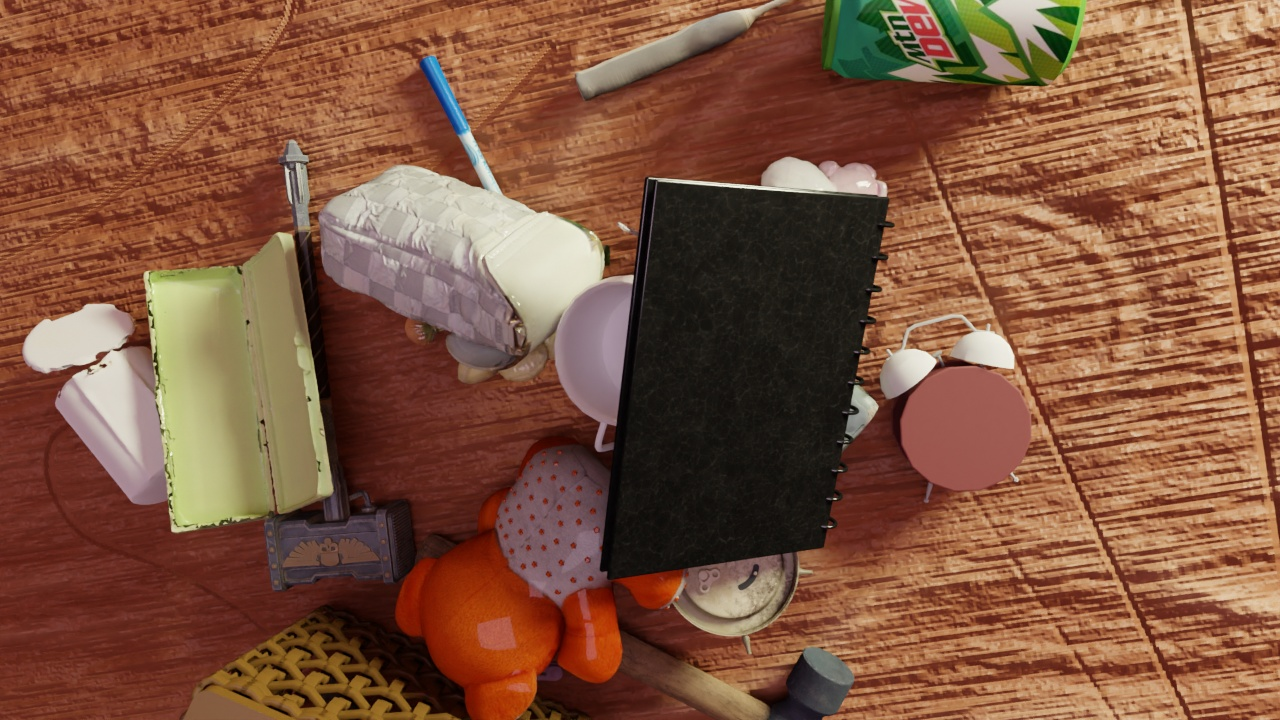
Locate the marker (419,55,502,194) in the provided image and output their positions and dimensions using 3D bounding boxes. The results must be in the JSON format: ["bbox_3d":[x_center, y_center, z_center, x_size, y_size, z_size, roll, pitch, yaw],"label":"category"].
[{"bbox_3d":[-0.119,-0.148,0.650,0.013,0.013,0.142,-26,93,9],"label":"marker"}]

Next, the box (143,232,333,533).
[{"bbox_3d":[-0.274,0.017,0.637,0.133,0.061,0.188,-16,79,12],"label":"box"}]

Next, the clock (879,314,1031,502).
[{"bbox_3d":[0.211,0.032,0.616,0.087,0.044,0.124,-15,95,8],"label":"clock"}]

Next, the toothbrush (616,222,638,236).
[{"bbox_3d":[0.013,-0.066,0.560,0.010,0.181,0.010,42,101,13],"label":"toothbrush"}]

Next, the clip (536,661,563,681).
[{"bbox_3d":[-0.087,0.228,0.688,0.050,0.045,0.014,5,100,-37],"label":"clip"}]

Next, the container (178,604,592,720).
[{"bbox_3d":[-0.165,0.321,0.576,0.251,0.214,0.219,24,85,0],"label":"container"}]

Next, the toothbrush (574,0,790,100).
[{"bbox_3d":[0.044,-0.220,0.618,0.186,0.024,0.022,-22,133,8],"label":"toothbrush"}]

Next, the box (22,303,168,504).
[{"bbox_3d":[-0.375,0.025,0.663,0.081,0.092,0.160,-40,89,-22],"label":"box"}]

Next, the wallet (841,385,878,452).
[{"bbox_3d":[0.083,0.022,0.627,0.131,0.054,0.101,43,110,0],"label":"wallet"}]

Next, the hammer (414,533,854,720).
[{"bbox_3d":[-0.019,0.210,0.669,0.322,0.040,0.129,26,103,4],"label":"hammer"}]

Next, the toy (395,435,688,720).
[{"bbox_3d":[-0.070,0.144,0.608,0.172,0.093,0.164,-46,58,-5],"label":"toy"}]

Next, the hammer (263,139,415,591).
[{"bbox_3d":[-0.234,0.003,0.669,0.098,0.044,0.322,-5,93,7],"label":"hammer"}]

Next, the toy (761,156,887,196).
[{"bbox_3d":[0.105,-0.098,0.614,0.125,0.037,0.076,-27,82,-13],"label":"toy"}]

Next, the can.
[{"bbox_3d":[0.189,-0.216,0.570,0.144,0.083,0.083,4,97,6],"label":"can"}]

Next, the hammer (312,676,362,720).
[{"bbox_3d":[-0.118,0.344,0.699,0.317,0.028,0.147,38,93,1],"label":"hammer"}]

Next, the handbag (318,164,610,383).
[{"bbox_3d":[-0.123,-0.055,0.614,0.171,0.112,0.124,25,133,15],"label":"handbag"}]

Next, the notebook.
[{"bbox_3d":[0.066,0.014,0.546,0.169,0.019,0.232,-2,108,-28],"label":"notebook"}]

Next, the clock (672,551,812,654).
[{"bbox_3d":[0.044,0.130,0.638,0.141,0.055,0.092,40,78,7],"label":"clock"}]

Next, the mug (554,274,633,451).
[{"bbox_3d":[-0.003,0.003,0.581,0.094,0.068,0.116,21,102,22],"label":"mug"}]
